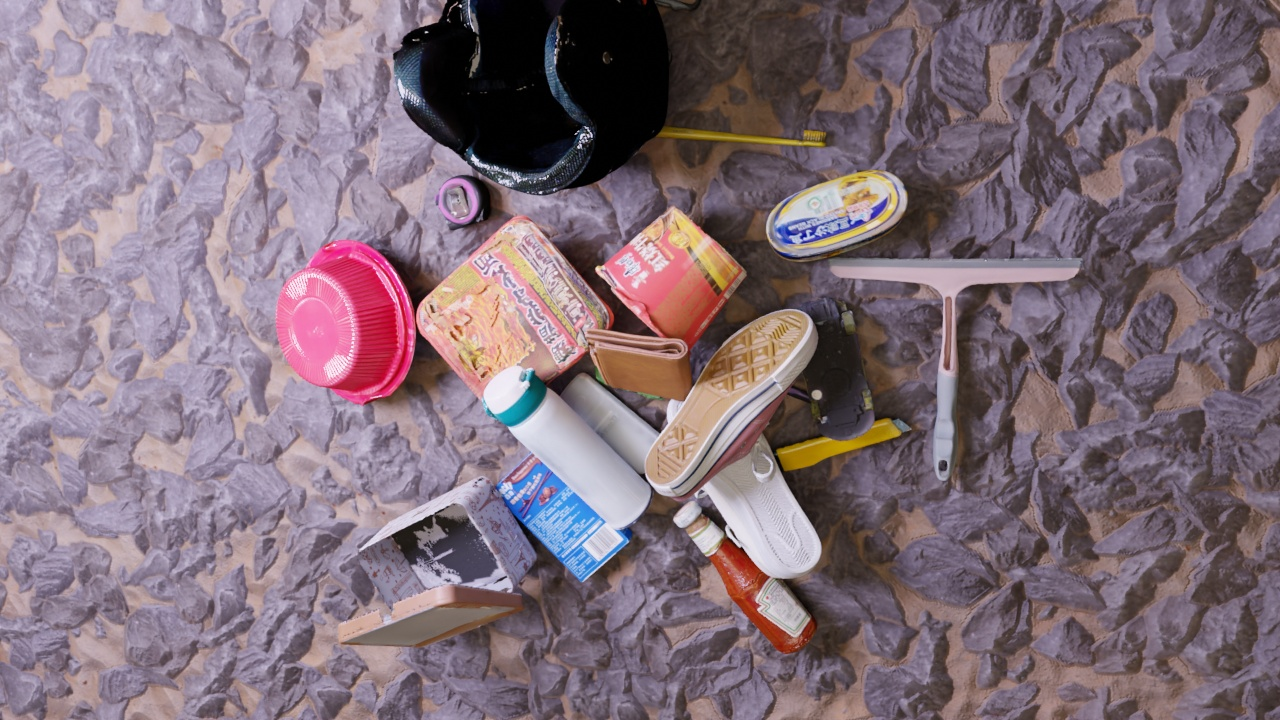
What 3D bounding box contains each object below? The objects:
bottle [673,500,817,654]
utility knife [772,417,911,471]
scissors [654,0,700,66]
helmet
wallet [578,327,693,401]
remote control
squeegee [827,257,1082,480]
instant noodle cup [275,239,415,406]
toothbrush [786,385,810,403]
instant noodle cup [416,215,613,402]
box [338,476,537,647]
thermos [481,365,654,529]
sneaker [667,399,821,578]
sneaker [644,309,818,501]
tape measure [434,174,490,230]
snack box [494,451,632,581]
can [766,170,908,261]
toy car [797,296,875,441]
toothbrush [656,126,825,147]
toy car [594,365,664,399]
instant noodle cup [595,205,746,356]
[{"bbox_3d":[0.118,0.248,1.059,0.060,0.059,0.206,-42,92,15],"label":"bottle"},{"bbox_3d":[0.220,0.094,1.029,0.165,0.015,0.033,-18,118,14],"label":"utility knife"},{"bbox_3d":[-0.018,-0.381,0.976,0.175,0.014,0.159,-14,97,15],"label":"scissors"},{"bbox_3d":[-0.087,-0.301,0.894,0.234,0.229,0.275,4,102,35],"label":"helmet"},{"bbox_3d":[-0.006,0.006,0.960,0.119,0.131,0.035,13,71,11],"label":"wallet"},{"bbox_3d":[-0.033,0.073,1.066,0.136,0.020,0.056,39,116,0],"label":"remote control"},{"bbox_3d":[0.328,0.009,0.982,0.248,0.040,0.250,4,108,25],"label":"squeegee"},{"bbox_3d":[-0.348,-0.039,1.049,0.194,0.065,0.194,7,104,28],"label":"instant noodle cup"},{"bbox_3d":[0.176,0.036,1.030,0.189,0.016,0.014,21,115,2],"label":"toothbrush"},{"bbox_3d":[-0.138,-0.049,1.031,0.189,0.079,0.164,-39,93,15],"label":"instant noodle cup"},{"bbox_3d":[-0.242,0.260,1.050,0.183,0.180,0.153,-28,97,23],"label":"box"},{"bbox_3d":[-0.082,0.096,1.016,0.073,0.073,0.224,-36,116,15],"label":"thermos"},{"bbox_3d":[0.111,0.139,1.035,0.089,0.091,0.242,-29,76,-17],"label":"sneaker"},{"bbox_3d":[0.106,0.054,0.970,0.241,0.118,0.088,-51,133,-2],"label":"sneaker"},{"bbox_3d":[-0.200,-0.180,1.034,0.057,0.039,0.058,-12,99,12],"label":"tape measure"},{"bbox_3d":[-0.094,0.182,1.099,0.157,0.026,0.085,46,106,-2],"label":"snack box"},{"bbox_3d":[0.204,-0.151,0.958,0.148,0.049,0.074,-17,89,11],"label":"can"},{"bbox_3d":[0.209,0.010,0.999,0.070,0.042,0.158,-13,92,14],"label":"toy car"},{"bbox_3d":[0.102,-0.242,0.981,0.190,0.015,0.016,6,98,9],"label":"toothbrush"},{"bbox_3d":[-0.009,0.017,1.046,0.091,0.036,0.043,17,105,10],"label":"toy car"},{"bbox_3d":[0.039,-0.088,0.971,0.138,0.138,0.108,43,97,-1],"label":"instant noodle cup"}]
